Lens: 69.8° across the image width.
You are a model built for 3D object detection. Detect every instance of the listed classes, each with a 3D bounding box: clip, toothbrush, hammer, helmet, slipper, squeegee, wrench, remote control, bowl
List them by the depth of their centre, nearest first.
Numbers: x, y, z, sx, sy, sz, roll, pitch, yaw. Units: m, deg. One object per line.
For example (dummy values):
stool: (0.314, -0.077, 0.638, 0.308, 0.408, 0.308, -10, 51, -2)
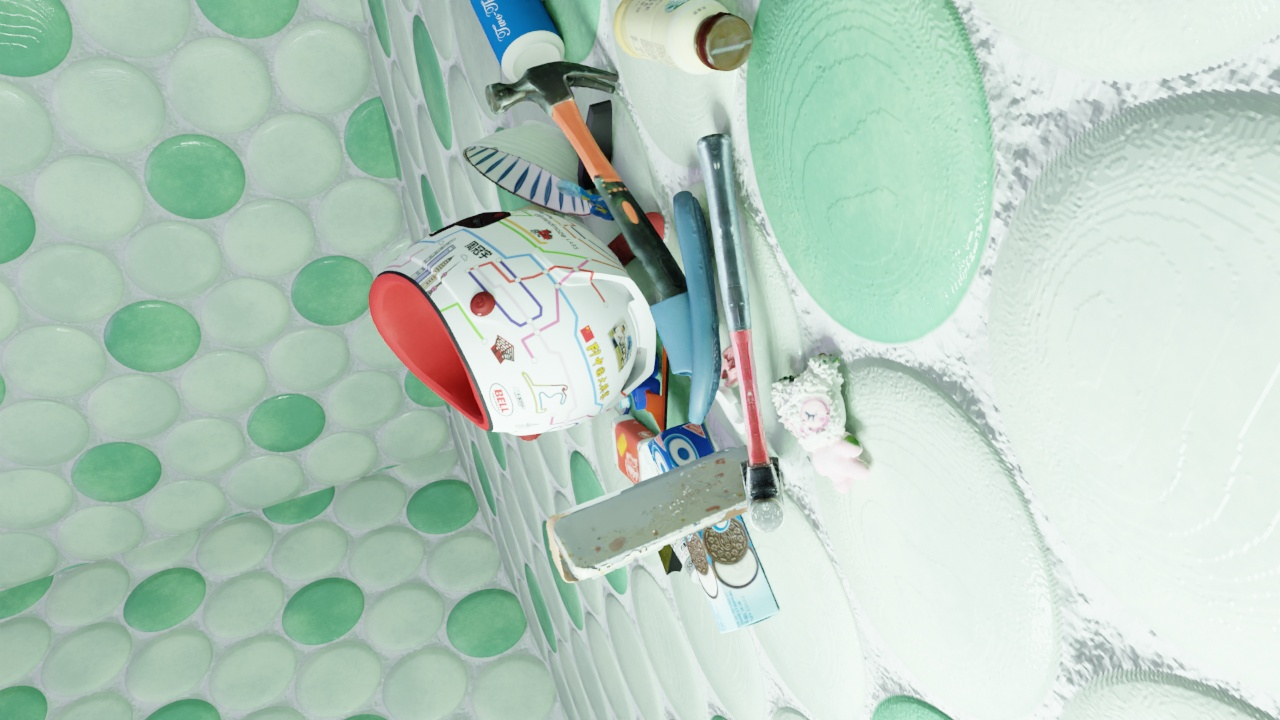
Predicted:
hammer: (0.085, -0.026, 0.784, 0.140, 0.036, 0.326, -42, -56, -82)
slipper: (0.041, -0.047, 0.834, 0.104, 0.059, 0.213, 38, -132, -78)
clip: (0.091, 0.011, 0.872, 0.037, 0.022, 0.058, 62, 165, 19)
hammer: (-0.022, -0.162, 0.923, 0.333, 0.132, 0.033, 60, 159, 11)
wrench: (0.048, -0.005, 0.969, 0.273, 0.009, 0.047, 52, 169, 54)
helmet: (-0.130, -0.052, 1.014, 0.315, 0.235, 0.231, 29, 143, 44)
remote control: (-0.049, -0.238, 1.028, 0.010, 0.039, 0.125, 59, 157, 27)
hammer: (-0.033, -0.124, 1.099, 0.316, 0.036, 0.126, 154, 100, -71)
squeegee: (-0.007, 0.006, 1.101, 0.250, 0.055, 0.184, 91, 166, -45)
bowl: (-0.125, -0.250, 1.143, 0.071, 0.177, 0.177, -67, 17, -7)
toothbrush: (-0.025, 0.091, 1.292, 0.133, 0.016, 0.021, 97, 153, -51)

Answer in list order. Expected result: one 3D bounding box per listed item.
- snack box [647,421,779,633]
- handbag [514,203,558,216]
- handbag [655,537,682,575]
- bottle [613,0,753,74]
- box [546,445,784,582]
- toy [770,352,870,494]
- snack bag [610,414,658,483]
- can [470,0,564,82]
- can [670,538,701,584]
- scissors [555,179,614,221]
snack box: (0.077, 0.180, 1.002, 0.060, 0.059, 0.226, 127, 125, -64)
handbag: (-0.135, -0.120, 1.313, 0.191, 0.088, 0.233, 46, 151, 51)
handbag: (0.021, 0.200, 1.257, 0.084, 0.027, 0.178, 97, 156, -48)
bottle: (0.033, -0.262, 0.732, 0.162, 0.056, 0.057, -136, 33, -56)
box: (0.024, 0.159, 0.885, 0.105, 0.216, 0.096, 87, 157, -44)
toy: (0.143, 0.054, 0.727, 0.109, 0.041, 0.096, 64, 160, 11)
snack bag: (-0.003, 0.125, 1.217, 0.116, 0.036, 0.077, -146, 49, -63)
can: (-0.151, -0.409, 1.108, 0.079, 0.078, 0.146, 105, 143, -59)
can: (0.060, 0.220, 1.114, 0.106, 0.044, 0.044, -126, 25, -45)
scissors: (-0.052, -0.186, 1.043, 0.019, 0.105, 0.132, -66, 16, -4)
